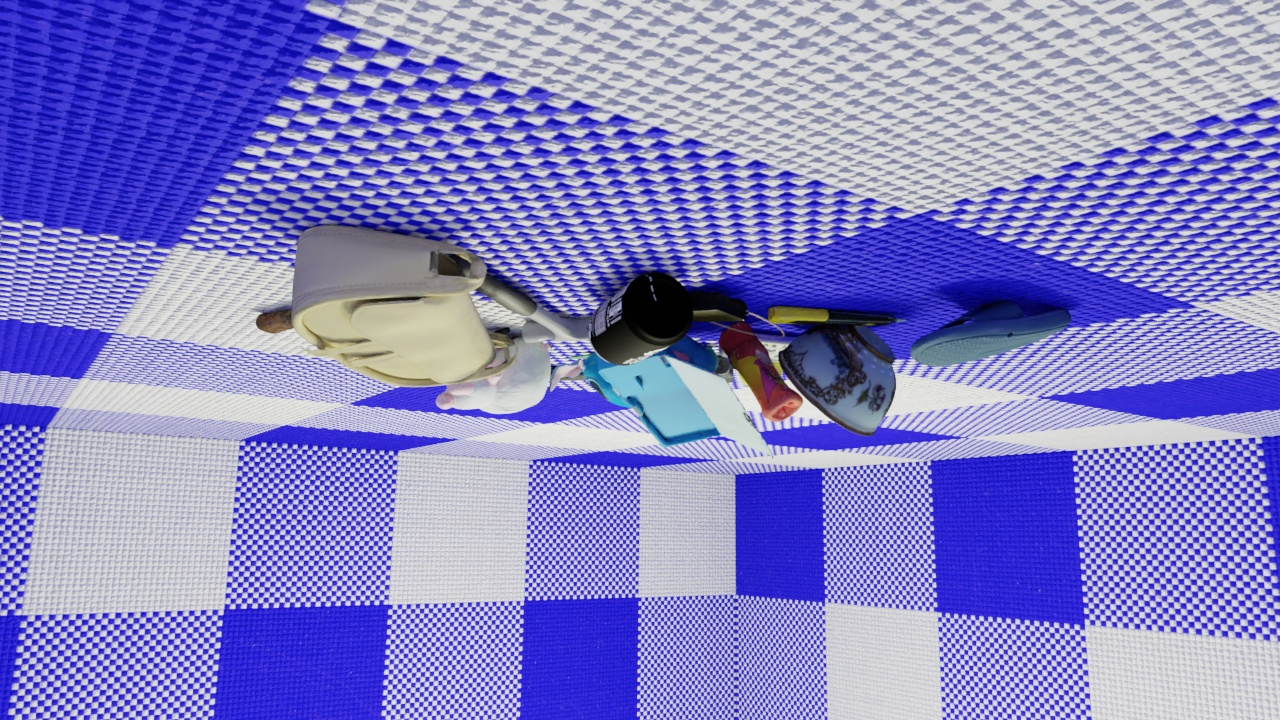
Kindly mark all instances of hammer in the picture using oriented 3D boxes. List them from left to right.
[{"bbox_3d":[-0.353,-0.062,1.075,0.331,0.033,0.120,-5,158,36],"label":"hammer"},{"bbox_3d":[-0.135,-0.066,1.048,0.125,0.029,0.310,-2,168,19],"label":"hammer"},{"bbox_3d":[-0.014,0.021,1.487,0.333,0.033,0.133,0,170,12],"label":"hammer"}]

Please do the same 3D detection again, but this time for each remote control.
[{"bbox_3d":[0.174,-0.020,1.256,0.133,0.022,0.050,5,147,-20],"label":"remote control"}]

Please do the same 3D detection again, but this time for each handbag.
[{"bbox_3d":[-0.232,-0.039,0.915,0.191,0.088,0.233,-1,156,4],"label":"handbag"},{"bbox_3d":[0.115,-0.050,1.091,0.084,0.027,0.177,1,169,41],"label":"handbag"}]

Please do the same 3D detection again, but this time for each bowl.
[{"bbox_3d":[0.265,0.008,1.165,0.159,0.160,0.094,13,124,-46],"label":"bowl"}]

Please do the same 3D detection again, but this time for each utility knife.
[{"bbox_3d":[0.240,-0.052,1.118,0.174,0.020,0.029,2,171,-9],"label":"utility knife"}]

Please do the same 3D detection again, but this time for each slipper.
[{"bbox_3d":[0.411,-0.039,1.069,0.213,0.059,0.104,-10,165,-23],"label":"slipper"}]

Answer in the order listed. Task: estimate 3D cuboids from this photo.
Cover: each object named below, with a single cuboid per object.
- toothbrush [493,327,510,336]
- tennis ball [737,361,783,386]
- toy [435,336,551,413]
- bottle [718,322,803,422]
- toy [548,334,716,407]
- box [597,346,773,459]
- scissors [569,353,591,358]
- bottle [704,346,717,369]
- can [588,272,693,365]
[{"bbox_3d":[-0.253,-0.002,1.265,0.188,0.017,0.014,-26,156,23],"label":"toothbrush"},{"bbox_3d":[0.171,0.010,1.311,0.065,0.065,0.065,1,169,0],"label":"tennis ball"},{"bbox_3d":[-0.204,0.028,1.268,0.179,0.101,0.139,-17,167,-48],"label":"toy"},{"bbox_3d":[0.149,0.012,1.163,0.048,0.134,0.071,-42,151,19],"label":"bottle"},{"bbox_3d":[-0.007,0.007,1.243,0.223,0.098,0.192,6,162,-30],"label":"toy"},{"bbox_3d":[0.067,0.048,1.180,0.176,0.059,0.243,4,154,25],"label":"box"},{"bbox_3d":[-0.052,-0.008,1.377,0.127,0.011,0.123,-4,167,17],"label":"scissors"},{"bbox_3d":[0.063,0.006,1.363,0.042,0.042,0.110,11,166,-42],"label":"bottle"},{"bbox_3d":[-0.003,-0.043,1.017,0.080,0.080,0.146,5,168,-20],"label":"can"}]
